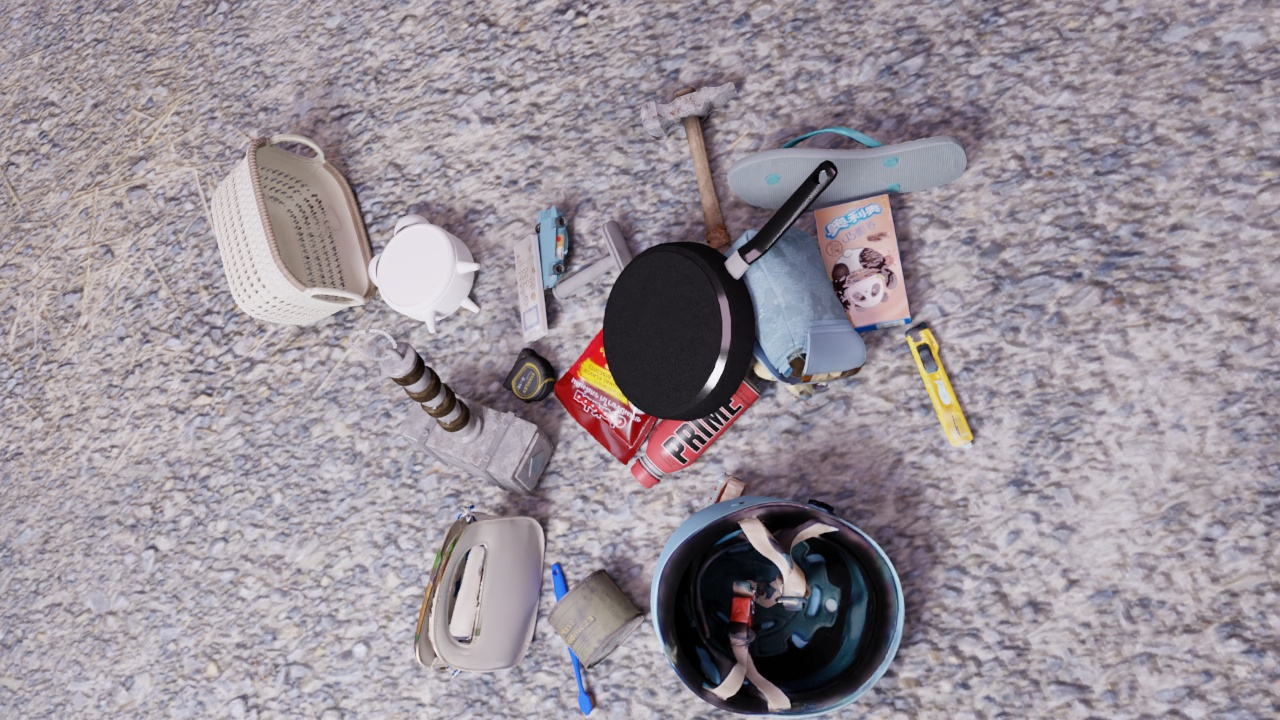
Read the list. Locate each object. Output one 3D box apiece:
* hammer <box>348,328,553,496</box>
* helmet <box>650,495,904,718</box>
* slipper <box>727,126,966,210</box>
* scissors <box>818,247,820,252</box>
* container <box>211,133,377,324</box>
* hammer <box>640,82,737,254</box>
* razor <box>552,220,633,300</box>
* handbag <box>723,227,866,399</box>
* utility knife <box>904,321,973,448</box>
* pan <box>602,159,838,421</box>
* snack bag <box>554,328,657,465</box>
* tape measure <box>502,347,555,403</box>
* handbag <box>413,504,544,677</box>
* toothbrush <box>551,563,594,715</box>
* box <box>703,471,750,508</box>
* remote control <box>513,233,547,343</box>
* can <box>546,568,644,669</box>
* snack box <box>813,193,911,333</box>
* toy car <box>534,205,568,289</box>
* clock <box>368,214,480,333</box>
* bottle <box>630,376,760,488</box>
[{"bbox_3d":[-0.228,0.049,1.052,0.177,0.326,0.079,19,70,21],"label":"hammer"},{"bbox_3d":[0.137,0.247,0.968,0.265,0.167,0.225,17,91,-8],"label":"helmet"},{"bbox_3d":[0.237,-0.226,1.072,0.269,0.098,0.054,-2,55,11],"label":"slipper"},{"bbox_3d":[0.182,-0.061,1.085,0.141,0.014,0.175,-35,80,-6],"label":"scissors"},{"bbox_3d":[-0.476,-0.167,1.253,0.143,0.184,0.246,-26,73,23],"label":"container"},{"bbox_3d":[0.088,-0.191,1.132,0.122,0.049,0.318,-14,78,14],"label":"hammer"},{"bbox_3d":[-0.063,-0.112,1.173,0.116,0.047,0.088,-29,73,20],"label":"razor"},{"bbox_3d":[0.159,-0.050,1.024,0.119,0.121,0.191,-44,64,45],"label":"handbag"},{"bbox_3d":[0.335,0.028,1.026,0.031,0.017,0.151,-25,77,23],"label":"utility knife"},{"bbox_3d":[0.079,-0.081,0.990,0.357,0.044,0.204,-48,60,32],"label":"pan"},{"bbox_3d":[-0.007,0.007,1.136,0.139,0.066,0.208,39,104,15],"label":"snack bag"},{"bbox_3d":[-0.139,0.023,1.178,0.061,0.034,0.062,39,106,24],"label":"tape measure"},{"bbox_3d":[-0.202,0.270,1.073,0.093,0.199,0.200,3,79,23],"label":"handbag"},{"bbox_3d":[-0.084,0.338,1.119,0.016,0.018,0.182,-19,73,15],"label":"toothbrush"},{"bbox_3d":[0.081,0.223,1.063,0.059,0.056,0.186,23,89,-20],"label":"box"},{"bbox_3d":[-0.144,-0.093,1.196,0.050,0.011,0.135,-23,70,52],"label":"remote control"},{"bbox_3d":[-0.053,0.301,1.072,0.090,0.090,0.074,-47,70,6],"label":"can"},{"bbox_3d":[0.257,-0.109,1.064,0.087,0.034,0.151,-11,77,17],"label":"snack box"},{"bbox_3d":[-0.113,-0.144,1.194,0.060,0.027,0.107,-5,82,54],"label":"toy car"},{"bbox_3d":[-0.287,-0.117,1.240,0.161,0.072,0.125,38,94,27],"label":"clock"},{"bbox_3d":[0.060,0.080,1.085,0.177,0.062,0.062,-45,70,7],"label":"bottle"}]
